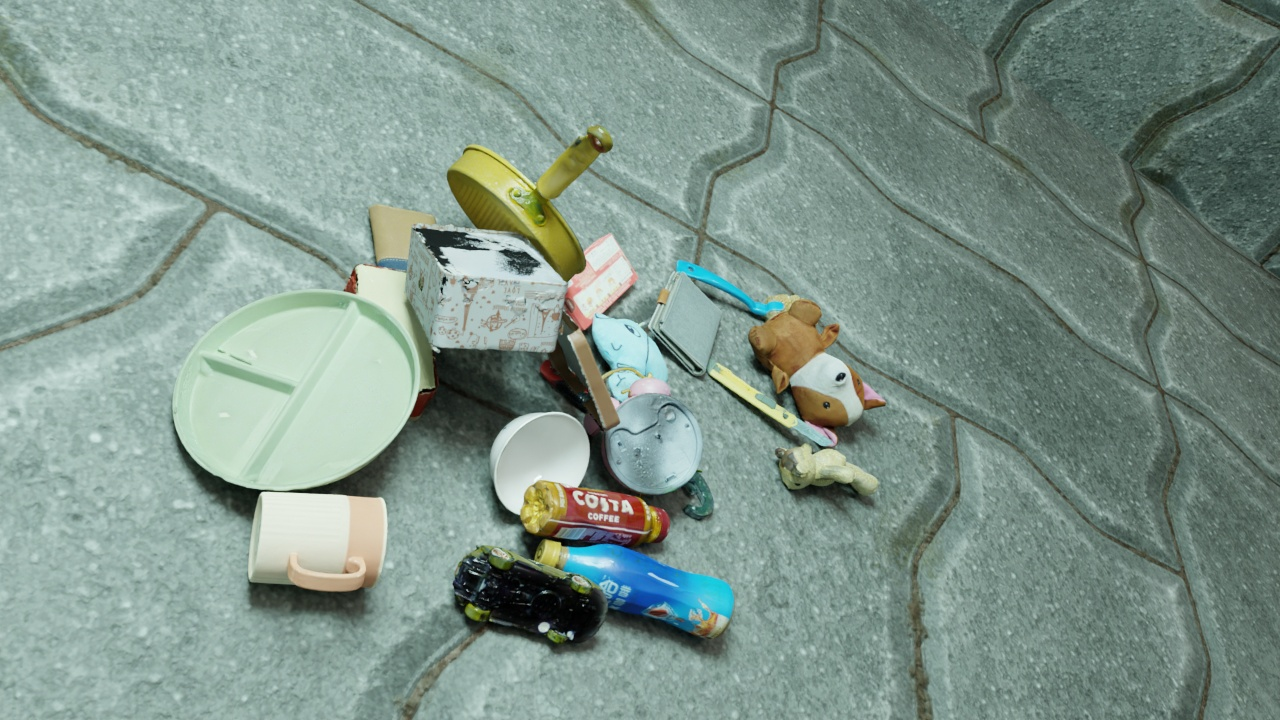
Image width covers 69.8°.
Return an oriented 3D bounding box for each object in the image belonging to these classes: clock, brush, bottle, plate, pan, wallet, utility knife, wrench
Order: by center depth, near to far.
[{"bbox_3d":[-0.329,0.027,0.890,0.230,0.028,0.229,2,56,-3],"label":"plate"},{"bbox_3d":[-0.007,0.234,0.969,0.218,0.065,0.065,23,46,-18],"label":"bottle"},{"bbox_3d":[-0.044,0.169,0.991,0.174,0.058,0.057,17,47,-39],"label":"bottle"},{"bbox_3d":[-0.111,-0.181,1.012,0.197,0.358,0.078,46,76,-11],"label":"pan"},{"bbox_3d":[0.000,0.082,1.068,0.117,0.060,0.158,-26,88,-18],"label":"clock"},{"bbox_3d":[-0.280,-0.135,1.109,0.090,0.033,0.115,5,52,-35],"label":"wallet"},{"bbox_3d":[-0.015,0.091,1.118,0.273,0.016,0.056,42,43,1],"label":"wrench"},{"bbox_3d":[0.172,0.061,1.251,0.205,0.021,0.030,37,50,6],"label":"utility knife"},{"bbox_3d":[0.061,-0.054,1.267,0.106,0.037,0.129,44,40,-20],"label":"wallet"},{"bbox_3d":[0.160,-0.093,1.358,0.254,0.046,0.083,22,49,-26],"label":"brush"}]

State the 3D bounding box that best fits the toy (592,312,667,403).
[{"bbox_3d":[-0.007,0.007,1.163,0.161,0.050,0.155,41,33,-9],"label":"toy"}]

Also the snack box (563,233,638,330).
[{"bbox_3d":[-0.064,-0.104,1.217,0.075,0.026,0.152,58,42,-14],"label":"snack box"}]

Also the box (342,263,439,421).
[{"bbox_3d":[-0.273,-0.026,0.991,0.091,0.076,0.168,7,52,-31],"label":"box"}]

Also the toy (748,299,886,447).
[{"bbox_3d":[0.247,0.014,1.287,0.140,0.131,0.199,-33,87,-12],"label":"toy"}]

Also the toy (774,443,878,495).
[{"bbox_3d":[0.250,0.150,1.225,0.157,0.066,0.105,15,16,-29],"label":"toy"}]

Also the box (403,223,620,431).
[{"bbox_3d":[-0.125,-0.048,0.975,0.270,0.134,0.179,36,6,-34],"label":"box"}]

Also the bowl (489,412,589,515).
[{"bbox_3d":[-0.120,0.101,0.991,0.118,0.118,0.065,-6,22,-37],"label":"bowl"}]

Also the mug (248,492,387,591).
[{"bbox_3d":[-0.284,0.167,0.811,0.105,0.082,0.114,9,17,-26],"label":"mug"}]

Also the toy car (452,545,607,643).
[{"bbox_3d":[-0.108,0.232,0.905,0.158,0.070,0.042,24,7,-17],"label":"toy car"}]
